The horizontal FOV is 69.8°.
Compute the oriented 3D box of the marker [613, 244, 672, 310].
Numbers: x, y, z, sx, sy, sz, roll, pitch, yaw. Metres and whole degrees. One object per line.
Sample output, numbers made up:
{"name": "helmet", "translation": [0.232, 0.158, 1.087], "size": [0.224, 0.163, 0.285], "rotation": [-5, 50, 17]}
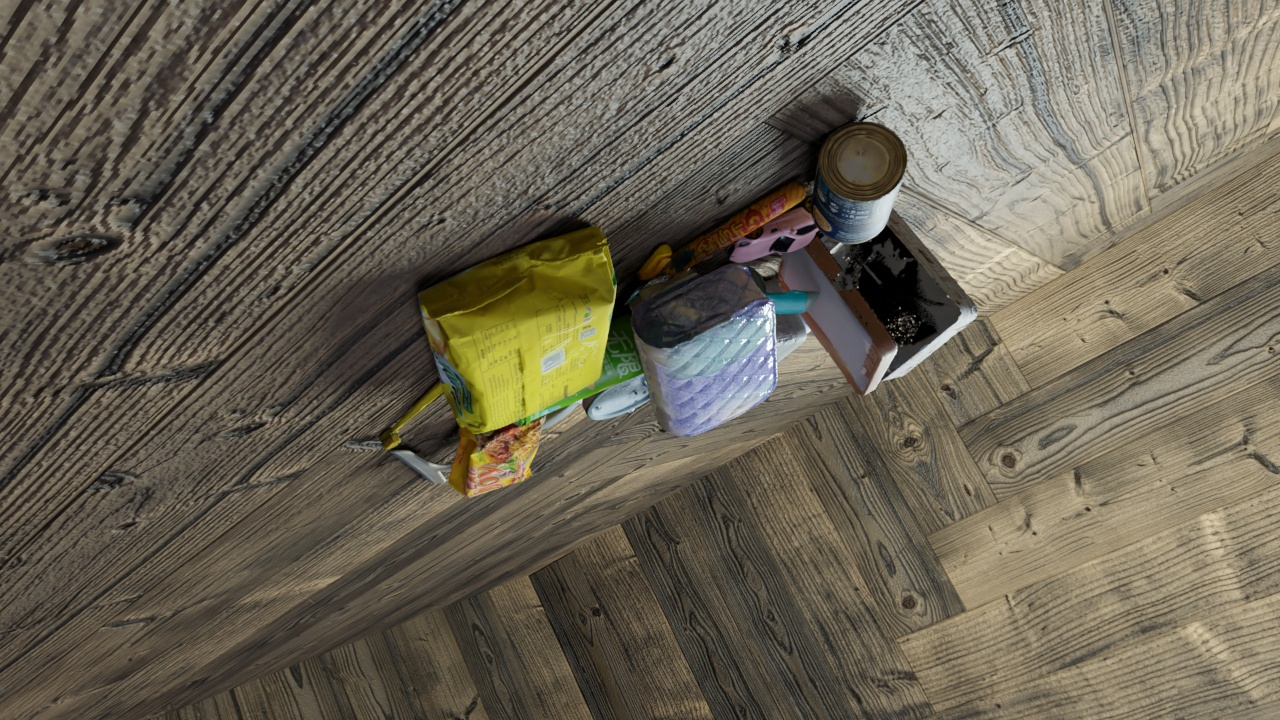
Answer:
{"name": "marker", "translation": [0.001, -0.077, 0.892], "size": [0.018, 0.015, 0.124], "rotation": [-15, 164, -29]}

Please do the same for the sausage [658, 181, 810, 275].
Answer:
{"name": "sausage", "translation": [0.087, -0.123, 0.866], "size": [0.165, 0.021, 0.021], "rotation": [-30, 167, 14]}

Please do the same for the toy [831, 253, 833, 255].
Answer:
{"name": "toy", "translation": [0.211, -0.107, 1.160], "size": [0.092, 0.030, 0.096], "rotation": [-29, 161, 1]}

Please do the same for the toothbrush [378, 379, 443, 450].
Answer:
{"name": "toothbrush", "translation": [-0.218, 0.045, 0.932], "size": [0.015, 0.016, 0.191], "rotation": [-13, 161, -49]}

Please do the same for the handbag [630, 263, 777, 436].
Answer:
{"name": "handbag", "translation": [0.065, -0.007, 0.920], "size": [0.134, 0.075, 0.194], "rotation": [-27, 148, -8]}

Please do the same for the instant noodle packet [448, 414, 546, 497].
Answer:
{"name": "instant noodle packet", "translation": [-0.174, 0.113, 1.119], "size": [0.110, 0.044, 0.129], "rotation": [-12, 142, -30]}

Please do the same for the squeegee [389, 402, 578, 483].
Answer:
{"name": "squeegee", "translation": [-0.175, 0.101, 1.182], "size": [0.246, 0.039, 0.247], "rotation": [-25, 166, -9]}

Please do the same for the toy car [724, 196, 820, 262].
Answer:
{"name": "toy car", "translation": [0.143, -0.128, 0.930], "size": [0.122, 0.037, 0.056], "rotation": [-23, 165, -13]}

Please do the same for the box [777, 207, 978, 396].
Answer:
{"name": "box", "translation": [0.238, -0.071, 1.011], "size": [0.153, 0.182, 0.177], "rotation": [-45, 160, 28]}

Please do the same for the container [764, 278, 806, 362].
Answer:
{"name": "container", "translation": [0.124, -0.037, 1.133], "size": [0.114, 0.090, 0.090], "rotation": [-15, 162, -32]}

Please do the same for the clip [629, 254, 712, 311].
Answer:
{"name": "clip", "translation": [0.043, -0.080, 0.902], "size": [0.104, 0.035, 0.084], "rotation": [-20, 164, -49]}

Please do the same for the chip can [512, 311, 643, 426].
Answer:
{"name": "chip can", "translation": [-0.047, -0.001, 0.966], "size": [0.221, 0.072, 0.073], "rotation": [-23, 166, -19]}

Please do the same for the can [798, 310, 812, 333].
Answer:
{"name": "can", "translation": [0.230, -0.069, 1.285], "size": [0.053, 0.053, 0.135], "rotation": [-19, 165, -30]}

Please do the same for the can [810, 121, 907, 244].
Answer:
{"name": "can", "translation": [0.194, -0.158, 0.824], "size": [0.075, 0.075, 0.111], "rotation": [-27, 167, 1]}

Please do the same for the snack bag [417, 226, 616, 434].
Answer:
{"name": "snack bag", "translation": [-0.097, -0.017, 0.792], "size": [0.158, 0.068, 0.247], "rotation": [-25, 162, -15]}

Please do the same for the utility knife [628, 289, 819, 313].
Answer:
{"name": "utility knife", "translation": [0.087, -0.062, 0.963], "size": [0.207, 0.013, 0.029], "rotation": [-1, 120, -11]}

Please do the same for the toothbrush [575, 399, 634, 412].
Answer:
{"name": "toothbrush", "translation": [-0.070, 0.051, 1.151], "size": [0.029, 0.021, 0.189], "rotation": [-29, 155, 34]}

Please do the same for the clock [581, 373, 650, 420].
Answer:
{"name": "clock", "translation": [-0.006, 0.006, 1.084], "size": [0.158, 0.059, 0.117], "rotation": [-28, 160, 0]}

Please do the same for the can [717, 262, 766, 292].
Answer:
{"name": "can", "translation": [0.102, -0.063, 1.030], "size": [0.066, 0.066, 0.094], "rotation": [-25, 167, -9]}
